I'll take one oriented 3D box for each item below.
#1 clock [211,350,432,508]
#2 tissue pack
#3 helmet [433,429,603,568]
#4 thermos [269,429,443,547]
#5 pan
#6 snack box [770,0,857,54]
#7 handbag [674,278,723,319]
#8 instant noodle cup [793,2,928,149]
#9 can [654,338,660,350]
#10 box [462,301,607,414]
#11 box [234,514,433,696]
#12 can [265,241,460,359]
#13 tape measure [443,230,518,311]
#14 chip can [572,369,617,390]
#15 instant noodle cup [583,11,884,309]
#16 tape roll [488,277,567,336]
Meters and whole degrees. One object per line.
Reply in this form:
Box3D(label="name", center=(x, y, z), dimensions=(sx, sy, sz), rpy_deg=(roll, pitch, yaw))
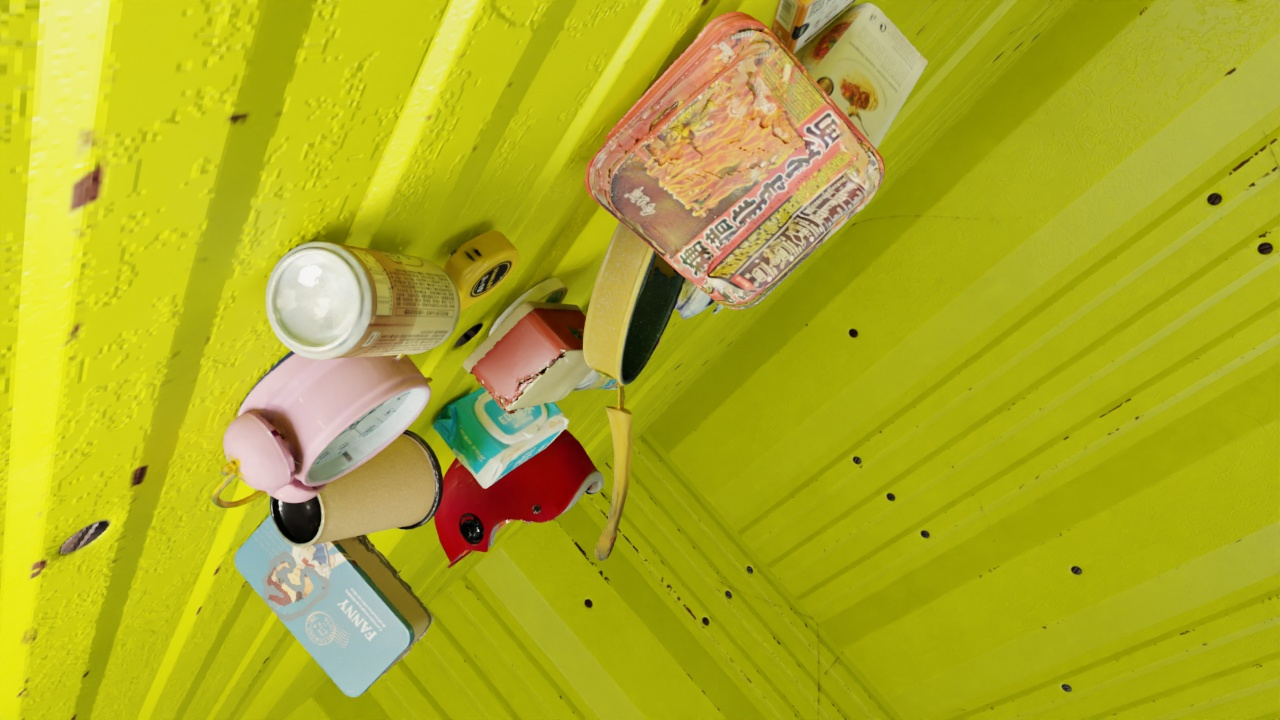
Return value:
Box3D(label="clock", center=(-0.208, 0.040, 0.596), dimensions=(0.158, 0.060, 0.117), rpy_deg=(-38, 172, -15))
Box3D(label="tissue pack", center=(-0.146, 0.067, 0.981), dimensions=(0.139, 0.090, 0.063), rpy_deg=(-33, 169, -50))
Box3D(label="helmet", center=(-0.177, 0.158, 1.190), dimensions=(0.240, 0.144, 0.206), rpy_deg=(-29, 177, 19))
Box3D(label="thermos", center=(-0.239, 0.111, 0.785), dimensions=(0.093, 0.093, 0.143), rpy_deg=(-45, 164, 25))
Box3D(label="pan", center=(-0.005, 0.005, 0.827), dimensions=(0.197, 0.078, 0.357), rpy_deg=(-11, 121, -78))
Box3D(label="snack box", center=(0.166, -0.302, 0.698), dimensions=(0.153, 0.026, 0.075), rpy_deg=(-41, 174, -7))
Box3D(label="handbag", center=(0.099, -0.133, 0.986), dimensions=(0.133, 0.075, 0.194), rpy_deg=(-34, 163, -44))
Box3D(label="instant noodle cup", center=(0.160, -0.222, 0.766), dimensions=(0.124, 0.116, 0.116), rpy_deg=(-54, -156, 3))
Box3D(label="can", center=(-0.015, -0.037, 1.093), dimensions=(0.058, 0.058, 0.147), rpy_deg=(-43, 169, 6))
Box3D(label="box", center=(-0.085, 0.002, 0.853), dimensions=(0.091, 0.076, 0.168), rpy_deg=(-44, 172, 11))
Box3D(label="box", center=(-0.264, 0.207, 0.807), dimensions=(0.090, 0.184, 0.059), rpy_deg=(-48, 169, 9))
Box3D(label="can", center=(-0.146, -0.031, 0.500), dimensions=(0.058, 0.058, 0.116), rpy_deg=(-43, 173, 10))
Box3D(label="tape measure", center=(-0.111, -0.064, 0.619), dimensions=(0.057, 0.029, 0.060), rpy_deg=(-36, 171, -35))
Box3D(label="chip can", center=(-0.058, 0.003, 1.157), dimensions=(0.071, 0.071, 0.210), rpy_deg=(-43, 173, 7))
Box3D(label="instant noodle cup", center=(0.064, -0.144, 0.670), dimensions=(0.165, 0.188, 0.079), rpy_deg=(-43, -145, 16))
Box3D(label="tape roll", center=(-0.104, -0.043, 0.850), dimensions=(0.085, 0.014, 0.086), rpy_deg=(-41, 173, -6))
